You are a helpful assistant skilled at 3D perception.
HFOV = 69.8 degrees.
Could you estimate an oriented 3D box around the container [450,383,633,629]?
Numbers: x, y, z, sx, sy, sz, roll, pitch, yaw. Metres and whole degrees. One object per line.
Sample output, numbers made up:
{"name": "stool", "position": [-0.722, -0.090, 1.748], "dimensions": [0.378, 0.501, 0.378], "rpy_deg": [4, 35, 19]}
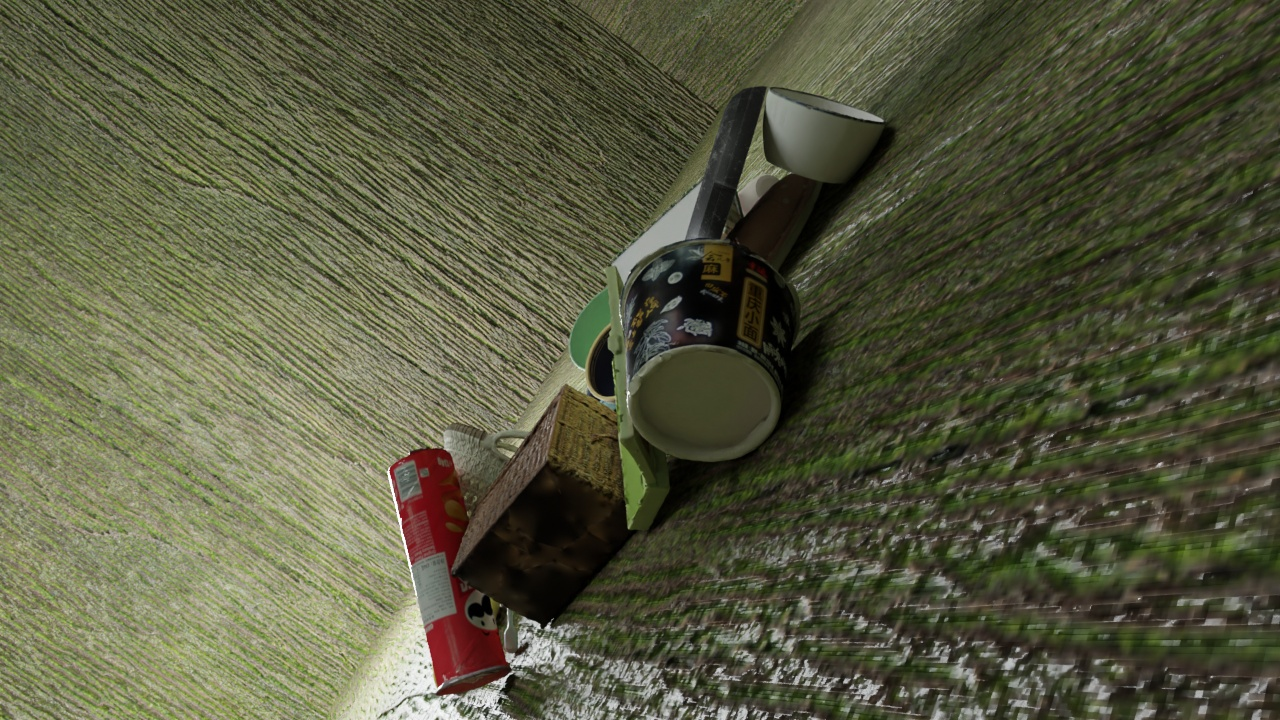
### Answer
{"name": "container", "position": [-0.079, 0.139, 0.858], "dimensions": [0.199, 0.114, 0.112], "rpy_deg": [-52, 11, 28]}

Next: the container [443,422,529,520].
{"name": "container", "position": [-0.163, 0.160, 1.082], "dimensions": [0.246, 0.184, 0.142], "rpy_deg": [147, 146, -74]}

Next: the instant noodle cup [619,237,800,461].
{"name": "instant noodle cup", "position": [0.048, -0.001, 0.655], "dimensions": [0.138, 0.137, 0.112], "rpy_deg": [-50, 20, 34]}

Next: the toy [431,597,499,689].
{"name": "toy", "position": [-0.212, 0.317, 1.126], "dimensions": [0.170, 0.064, 0.155], "rpy_deg": [-94, 27, -88]}

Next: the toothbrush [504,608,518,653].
{"name": "toothbrush", "position": [-0.137, 0.207, 0.943], "dimensions": [0.017, 0.016, 0.180], "rpy_deg": [124, 143, -70]}

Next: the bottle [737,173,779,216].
{"name": "bottle", "position": [0.133, -0.185, 1.163], "dimensions": [0.051, 0.051, 0.146], "rpy_deg": [-59, 8, -23]}

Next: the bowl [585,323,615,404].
{"name": "bowl", "position": [-0.007, 0.007, 1.127], "dimensions": [0.113, 0.061, 0.112], "rpy_deg": [-23, 53, 35]}

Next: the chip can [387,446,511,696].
{"name": "chip can", "position": [-0.194, 0.204, 0.909], "dimensions": [0.073, 0.073, 0.232], "rpy_deg": [-48, 55, 46]}

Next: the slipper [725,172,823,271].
{"name": "slipper", "position": [0.115, -0.115, 0.963], "dimensions": [0.273, 0.054, 0.114], "rpy_deg": [-60, 9, -23]}

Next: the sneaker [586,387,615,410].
{"name": "sneaker", "position": [-0.051, -0.002, 1.333], "dimensions": [0.241, 0.098, 0.083], "rpy_deg": [-57, 7, -13]}

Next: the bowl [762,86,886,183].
{"name": "bowl", "position": [0.168, -0.213, 0.875], "dimensions": [0.116, 0.116, 0.066], "rpy_deg": [-73, -1, -67]}

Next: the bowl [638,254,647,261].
{"name": "bowl", "position": [0.036, -0.022, 0.861], "dimensions": [0.154, 0.072, 0.153], "rpy_deg": [-179, 90, -65]}

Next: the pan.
{"name": "pan", "position": [0.060, -0.111, 0.953], "dimensions": [0.207, 0.040, 0.357], "rpy_deg": [-69, -3, -77]}

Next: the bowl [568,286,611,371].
{"name": "bowl", "position": [-0.017, -0.031, 1.246], "dimensions": [0.151, 0.077, 0.150], "rpy_deg": [-22, 47, 25]}

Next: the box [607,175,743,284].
{"name": "box", "position": [0.043, -0.130, 1.143], "dimensions": [0.206, 0.049, 0.117], "rpy_deg": [-41, 43, 32]}

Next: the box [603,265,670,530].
{"name": "box", "position": [-0.005, 0.029, 0.765], "dimensions": [0.141, 0.044, 0.187], "rpy_deg": [82, -179, -48]}
